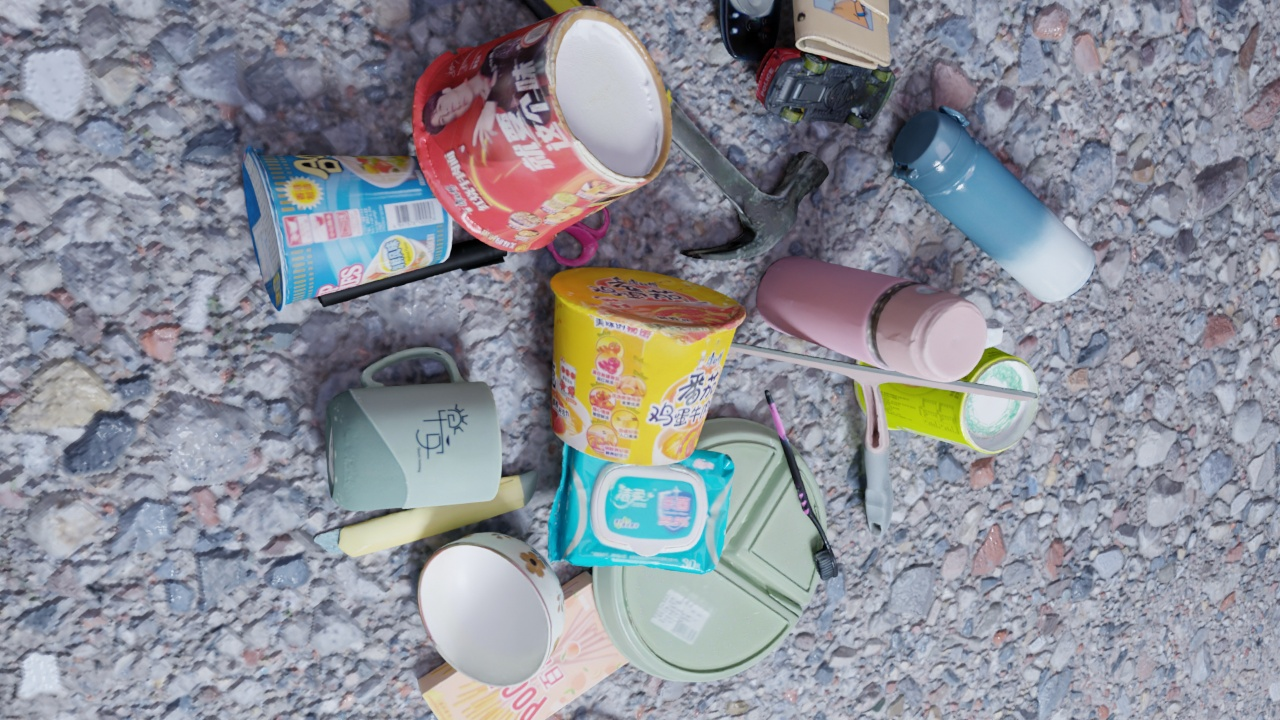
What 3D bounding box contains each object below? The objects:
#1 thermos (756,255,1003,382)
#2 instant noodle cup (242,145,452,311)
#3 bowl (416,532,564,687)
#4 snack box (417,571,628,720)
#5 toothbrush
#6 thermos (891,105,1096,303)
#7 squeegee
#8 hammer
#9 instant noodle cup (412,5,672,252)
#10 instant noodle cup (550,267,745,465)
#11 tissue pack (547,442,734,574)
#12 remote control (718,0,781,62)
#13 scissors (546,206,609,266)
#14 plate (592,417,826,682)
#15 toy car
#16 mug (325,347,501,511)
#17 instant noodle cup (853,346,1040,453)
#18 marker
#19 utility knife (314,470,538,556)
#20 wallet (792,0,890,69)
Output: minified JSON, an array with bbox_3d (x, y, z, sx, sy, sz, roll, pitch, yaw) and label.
[{"bbox_3d":[0.173,-0.035,0.680,0.087,0.199,0.067,-7,105,-24],"label":"thermos"},{"bbox_3d":[-0.181,-0.088,0.575,0.109,0.099,0.099,-13,108,-28],"label":"instant noodle cup"},{"bbox_3d":[-0.101,0.175,0.679,0.062,0.114,0.113,-31,122,-60],"label":"bowl"},{"bbox_3d":[-0.088,0.246,0.733,0.157,0.026,0.084,-31,112,-14],"label":"snack box"},{"bbox_3d":[0.132,0.108,0.769,0.017,0.014,0.189,-27,110,-13],"label":"toothbrush"},{"bbox_3d":[0.303,-0.131,0.786,0.220,0.070,0.070,32,89,-27],"label":"thermos"},{"bbox_3d":[0.196,0.071,0.772,0.040,0.248,0.250,-61,148,-33],"label":"squeegee"},{"bbox_3d":[0.000,-0.192,0.657,0.323,0.032,0.126,40,85,-27],"label":"hammer"},{"bbox_3d":[-0.056,-0.147,0.570,0.137,0.109,0.137,15,70,-46],"label":"instant noodle cup"},{"bbox_3d":[-0.004,0.004,0.655,0.138,0.138,0.110,2,110,-24],"label":"instant noodle cup"},{"bbox_3d":[-0.001,0.108,0.681,0.133,0.050,0.093,6,85,-9],"label":"tissue pack"},{"bbox_3d":[0.080,-0.290,0.671,0.053,0.024,0.136,-5,107,-25],"label":"remote control"},{"bbox_3d":[-0.080,-0.119,0.652,0.133,0.017,0.056,34,94,-23],"label":"scissors"},{"bbox_3d":[0.067,0.162,0.765,0.229,0.027,0.230,-4,99,-28],"label":"plate"},{"bbox_3d":[0.141,-0.212,0.701,0.120,0.045,0.053,-2,135,-32],"label":"toy car"},{"bbox_3d":[-0.158,0.045,0.628,0.106,0.082,0.111,-2,74,-22],"label":"mug"},{"bbox_3d":[0.263,0.022,0.775,0.111,0.123,0.112,-6,105,-22],"label":"instant noodle cup"},{"bbox_3d":[-0.156,-0.063,0.630,0.131,0.020,0.022,-18,139,-20],"label":"marker"},{"bbox_3d":[-0.154,0.115,0.677,0.166,0.018,0.031,-16,105,-21],"label":"utility knife"},{"bbox_3d":[0.148,-0.273,0.681,0.087,0.024,0.115,7,70,-23],"label":"wallet"}]
